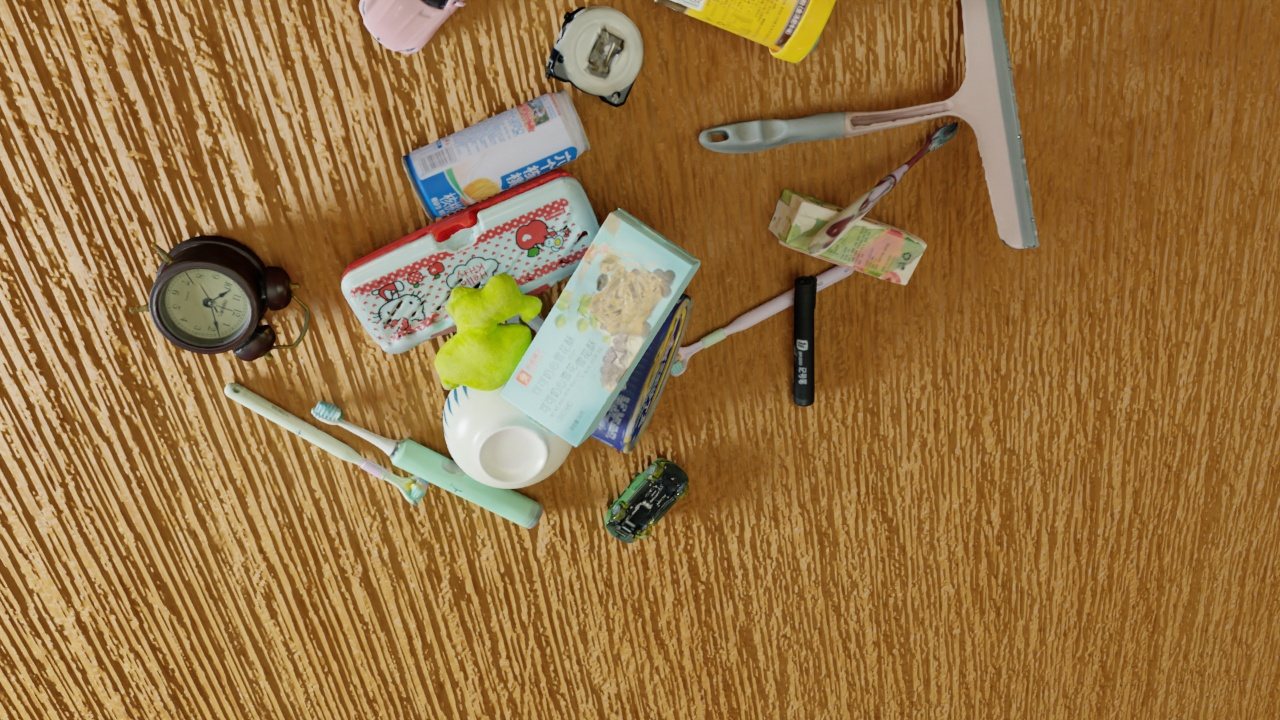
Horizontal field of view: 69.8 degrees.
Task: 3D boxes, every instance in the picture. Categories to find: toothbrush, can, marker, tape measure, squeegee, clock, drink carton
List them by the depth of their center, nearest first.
[{"bbox_3d":[-0.032,-0.233,0.692,0.065,0.033,0.066,18,109,-21],"label":"tape measure"},{"bbox_3d":[-0.109,-0.157,0.697,0.134,0.053,0.053,-24,116,-1],"label":"can"},{"bbox_3d":[-0.315,-0.045,0.701,0.122,0.055,0.082,21,107,-22],"label":"clock"},{"bbox_3d":[0.171,-0.194,0.741,0.250,0.040,0.247,-7,88,4],"label":"squeegee"},{"bbox_3d":[0.201,-0.143,0.753,0.187,0.017,0.016,-41,97,-19],"label":"toothbrush"},{"bbox_3d":[-0.005,0.005,0.773,0.049,0.074,0.148,24,106,11],"label":"can"},{"bbox_3d":[0.174,-0.104,0.783,0.122,0.053,0.046,14,110,-17],"label":"drink carton"},{"bbox_3d":[-0.266,0.070,0.785,0.189,0.029,0.020,34,143,-22],"label":"toothbrush"},{"bbox_3d":[-0.185,0.093,0.808,0.224,0.026,0.027,31,126,-22],"label":"toothbrush"},{"bbox_3d":[0.106,-0.041,0.815,0.189,0.021,0.029,-28,96,-1],"label":"toothbrush"},{"bbox_3d":[0.148,-0.016,0.825,0.022,0.020,0.132,-35,133,-35],"label":"marker"}]

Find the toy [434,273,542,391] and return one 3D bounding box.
[{"bbox_3d":[-0.119,-0.017,0.719,0.096,0.031,0.100,-19,126,-4],"label":"toy"}]

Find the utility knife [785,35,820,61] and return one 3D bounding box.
[{"bbox_3d":[0.149,-0.322,0.702,0.029,0.013,0.187,6,112,-25],"label":"utility knife"}]

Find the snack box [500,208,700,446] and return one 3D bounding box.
[{"bbox_3d":[-0.031,-0.024,0.709,0.074,0.051,0.175,34,104,4],"label":"snack box"}]

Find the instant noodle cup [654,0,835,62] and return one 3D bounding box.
[{"bbox_3d":[0.077,-0.286,0.650,0.114,0.118,0.119,13,110,-10],"label":"instant noodle cup"}]

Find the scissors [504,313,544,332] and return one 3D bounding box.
[{"bbox_3d":[-0.113,-0.056,0.765,0.159,0.014,0.178,10,112,-17],"label":"scissors"}]

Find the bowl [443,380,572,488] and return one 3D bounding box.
[{"bbox_3d":[-0.110,0.063,0.785,0.116,0.066,0.117,-5,118,-9],"label":"bowl"}]

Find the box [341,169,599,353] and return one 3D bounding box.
[{"bbox_3d":[-0.128,-0.074,0.718,0.201,0.047,0.087,-25,121,-1],"label":"box"}]

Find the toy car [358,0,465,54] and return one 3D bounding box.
[{"bbox_3d":[-0.146,-0.271,0.648,0.122,0.037,0.056,-44,113,10],"label":"toy car"}]

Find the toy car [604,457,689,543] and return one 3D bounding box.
[{"bbox_3d":[0.005,0.129,0.860,0.043,0.036,0.091,38,102,-23],"label":"toy car"}]
